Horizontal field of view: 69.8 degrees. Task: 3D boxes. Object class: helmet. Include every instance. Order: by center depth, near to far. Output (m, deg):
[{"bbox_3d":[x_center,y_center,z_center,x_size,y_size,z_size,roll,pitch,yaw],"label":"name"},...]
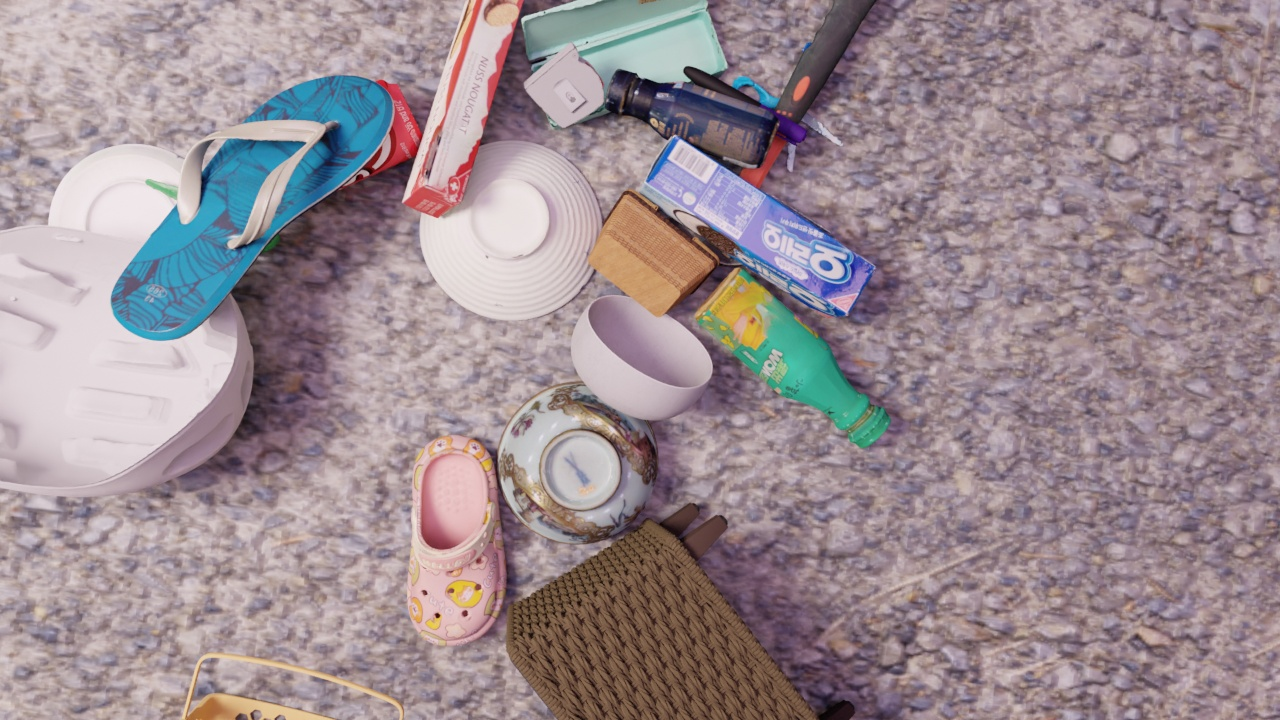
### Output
[{"bbox_3d":[-0.475,0.007,0.764,0.282,0.184,0.223,8,59,-23],"label":"helmet"}]

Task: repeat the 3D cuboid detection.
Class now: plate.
[{"bbox_3d":[-0.476,-0.127,0.861,0.157,0.014,0.157,0,88,-5],"label":"plate"}]

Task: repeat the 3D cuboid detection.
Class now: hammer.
[{"bbox_3d":[0.146,-0.243,0.897,0.133,0.033,0.333,29,91,-3],"label":"hammer"}]

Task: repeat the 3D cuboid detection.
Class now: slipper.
[{"bbox_3d":[-0.325,-0.145,0.753,0.118,0.060,0.294,28,70,16],"label":"slipper"},{"bbox_3d":[-0.171,0.168,0.848,0.093,0.081,0.197,1,86,-6],"label":"slipper"}]

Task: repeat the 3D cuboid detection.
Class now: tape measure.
[{"bbox_3d":[-0.068,-0.253,0.854,0.060,0.020,0.062,-36,127,13],"label":"tape measure"}]

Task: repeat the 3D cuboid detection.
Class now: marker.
[{"bbox_3d":[0.098,-0.243,0.874,0.134,0.015,0.018,31,117,3],"label":"marker"}]

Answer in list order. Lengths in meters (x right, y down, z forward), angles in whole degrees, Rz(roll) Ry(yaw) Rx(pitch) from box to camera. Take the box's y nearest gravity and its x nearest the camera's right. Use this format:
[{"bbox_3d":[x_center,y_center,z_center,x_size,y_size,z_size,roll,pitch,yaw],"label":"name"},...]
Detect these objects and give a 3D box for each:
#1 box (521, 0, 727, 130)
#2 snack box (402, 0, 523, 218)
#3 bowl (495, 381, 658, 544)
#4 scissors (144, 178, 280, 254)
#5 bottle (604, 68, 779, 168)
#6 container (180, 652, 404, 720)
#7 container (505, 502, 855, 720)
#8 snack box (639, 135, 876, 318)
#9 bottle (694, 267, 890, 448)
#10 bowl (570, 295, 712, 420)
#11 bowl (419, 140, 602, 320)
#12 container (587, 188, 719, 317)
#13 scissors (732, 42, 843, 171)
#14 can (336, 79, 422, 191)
[{"bbox_3d":[-0.011,-0.297,0.872,0.187,0.110,0.078,-19,72,-7],"label":"box"},{"bbox_3d":[-0.154,-0.267,0.836,0.044,0.077,0.272,21,77,-27],"label":"snack box"},{"bbox_3d":[-0.056,0.099,0.851,0.160,0.094,0.160,0,89,-4],"label":"bowl"},{"bbox_3d":[-0.396,-0.151,0.859,0.127,0.012,0.121,23,79,-17],"label":"scissors"},{"bbox_3d":[0.047,-0.227,0.854,0.161,0.056,0.056,20,87,3],"label":"bottle"},{"bbox_3d":[-0.313,0.347,0.807,0.183,0.129,0.167,16,94,-4],"label":"container"},{"bbox_3d":[0.059,0.298,0.820,0.205,0.176,0.321,-38,92,-8],"label":"container"},{"bbox_3d":[0.107,-0.122,0.857,0.226,0.059,0.059,32,86,-4],"label":"snack box"},{"bbox_3d":[0.150,0.002,0.884,0.209,0.068,0.068,41,85,-3],"label":"bottle"},{"bbox_3d":[-0.005,0.005,0.849,0.132,0.131,0.064,30,119,-4],"label":"bowl"},{"bbox_3d":[-0.122,-0.128,0.863,0.177,0.071,0.177,0,89,-5],"label":"bowl"},{"bbox_3d":[0.007,-0.096,0.865,0.114,0.063,0.061,38,52,-3],"label":"container"},{"bbox_3d":[0.158,-0.260,0.918,0.127,0.014,0.129,36,88,-5],"label":"scissors"},{"bbox_3d":[-0.278,-0.201,0.849,0.142,0.074,0.074,-26,91,-5],"label":"can"}]
